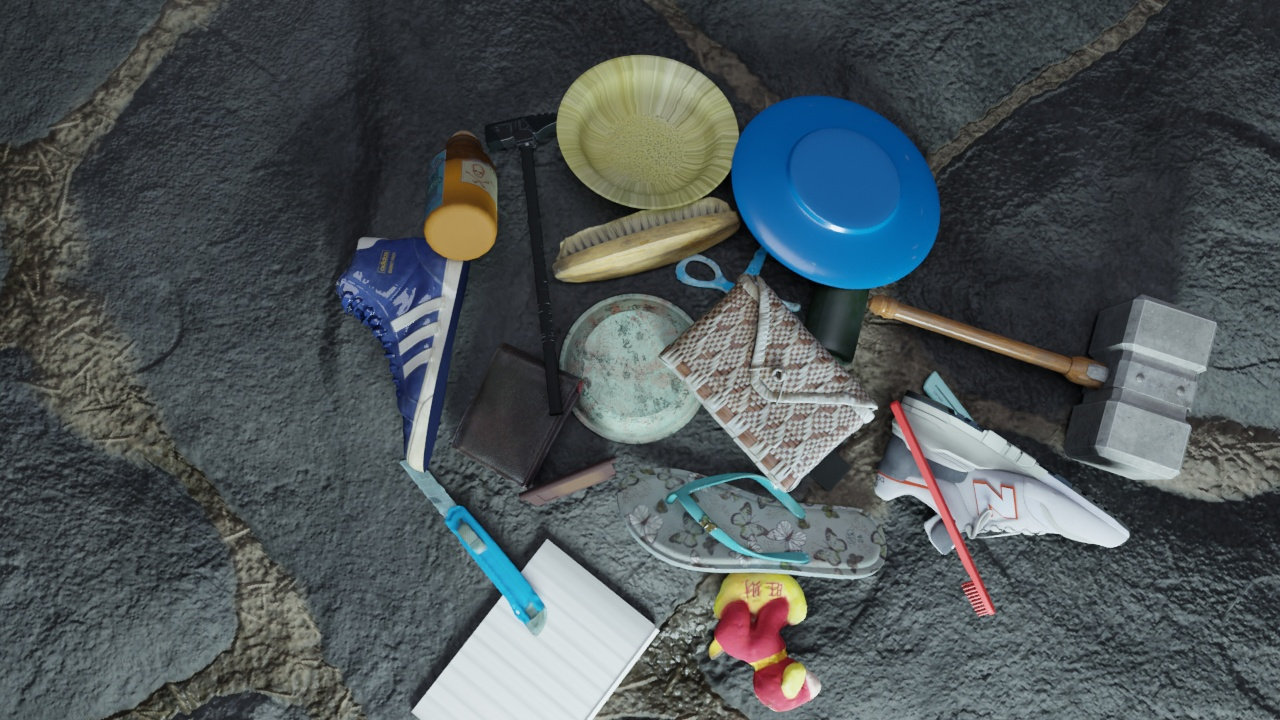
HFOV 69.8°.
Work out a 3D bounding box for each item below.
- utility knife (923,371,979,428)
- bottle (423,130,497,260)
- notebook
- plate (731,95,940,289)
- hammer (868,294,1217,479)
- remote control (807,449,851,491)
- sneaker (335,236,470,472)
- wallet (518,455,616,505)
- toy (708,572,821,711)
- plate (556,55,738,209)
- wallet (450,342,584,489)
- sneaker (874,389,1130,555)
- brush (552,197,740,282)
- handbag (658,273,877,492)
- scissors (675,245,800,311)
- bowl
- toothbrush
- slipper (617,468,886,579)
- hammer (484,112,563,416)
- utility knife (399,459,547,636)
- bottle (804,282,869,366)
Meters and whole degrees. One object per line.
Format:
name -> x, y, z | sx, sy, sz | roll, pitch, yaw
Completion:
utility knife -> 0.343, 0.082, 0.931 | 0.022, 0.015, 0.166 | -38, 88, -6
bottle -> -0.176, -0.173, 0.906 | 0.068, 0.068, 0.156 | -7, 47, -2
notebook -> -0.101, 0.303, 0.898 | 0.142, 0.009, 0.209 | 38, 84, 5
plate -> 0.202, -0.178, 0.923 | 0.224, 0.024, 0.224 | 4, 69, -11
hammer -> 0.378, -0.009, 0.906 | 0.318, 0.083, 0.162 | 18, 83, 2
remote control -> 0.147, 0.069, 0.928 | 0.150, 0.013, 0.034 | 43, 84, 5
sneaker -> -0.247, -0.016, 0.896 | 0.118, 0.091, 0.233 | 10, 82, -4
wallet -> -0.065, 0.114, 0.869 | 0.091, 0.116, 0.018 | -21, 82, -4
toy -> 0.116, 0.267, 0.880 | 0.105, 0.067, 0.137 | -16, 76, -5
plate -> 0.006, -0.227, 0.944 | 0.184, 0.036, 0.184 | 2, 69, -5
wallet -> -0.122, 0.054, 0.907 | 0.099, 0.031, 0.120 | 25, 85, 24
sneaker -> 0.332, 0.138, 0.889 | 0.240, 0.088, 0.124 | 35, 98, 11
brush -> 0.004, -0.122, 0.930 | 0.195, 0.059, 0.043 | -16, 70, 0
handbag -> 0.121, 0.020, 0.874 | 0.124, 0.047, 0.186 | -42, 86, 3
scissors -> 0.097, -0.059, 0.947 | 0.134, 0.011, 0.139 | 12, 82, -1
bowl -> -0.006, 0.006, 0.922 | 0.157, 0.038, 0.157 | 0, 83, -1
toothbrush -> 0.277, 0.138, 0.858 | 0.018, 0.012, 0.212 | -27, 82, 28
slipper -> 0.109, 0.159, 0.882 | 0.269, 0.055, 0.098 | 12, 59, -1
hammer -> -0.094, -0.102, 0.907 | 0.095, 0.015, 0.324 | -11, 71, 7
utility knife -> -0.165, 0.179, 0.908 | 0.031, 0.015, 0.221 | -41, 78, -9
bottle -> 0.208, -0.083, 0.930 | 0.055, 0.055, 0.174 | 17, 77, 1
